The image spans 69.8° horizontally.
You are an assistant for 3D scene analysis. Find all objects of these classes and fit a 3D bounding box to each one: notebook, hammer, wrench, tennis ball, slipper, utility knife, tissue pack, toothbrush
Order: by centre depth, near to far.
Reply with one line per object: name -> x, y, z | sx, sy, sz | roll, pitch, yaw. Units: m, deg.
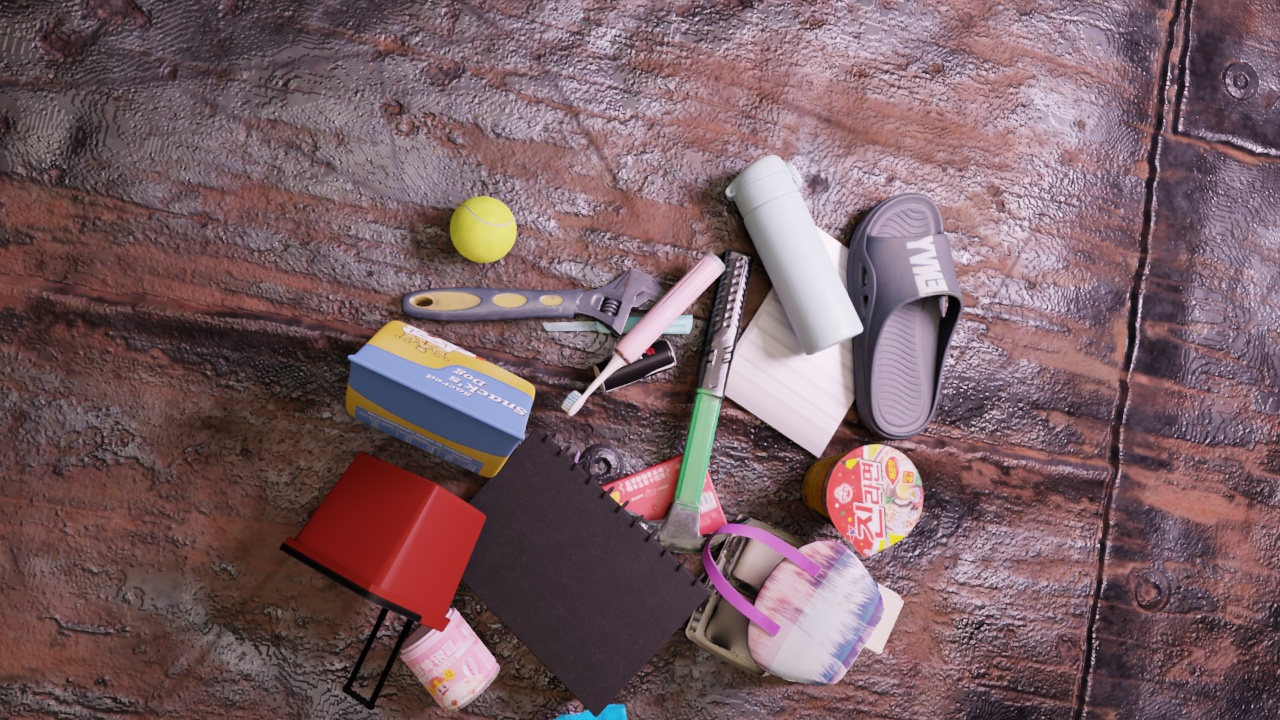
notebook -> -0.068, 0.198, 0.888 | 0.231, 0.019, 0.169 | 42, 91, 11
tissue pack -> -0.052, 0.417, 0.905 | 0.093, 0.062, 0.144 | -6, 88, -10
tennis ball -> -0.155, -0.129, 0.908 | 0.065, 0.065, 0.065 | 0, 87, -10
toothbrush -> 0.002, -0.026, 0.923 | 0.026, 0.027, 0.222 | 40, 77, 21
wrench -> -0.102, -0.059, 0.932 | 0.273, 0.022, 0.073 | 0, 72, -8
hammer -> 0.071, 0.039, 0.944 | 0.130, 0.032, 0.318 | 13, 79, -5
utility knife -> -0.022, -0.038, 0.954 | 0.158, 0.015, 0.022 | -1, 65, -10
slipper -> 0.280, -0.048, 0.967 | 0.110, 0.083, 0.268 | 2, 89, -9
notebook -> 0.189, -0.022, 0.994 | 0.142, 0.009, 0.209 | 34, 82, -8

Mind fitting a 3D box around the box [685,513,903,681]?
box -> 0.155, 0.259, 0.948 | 0.186, 0.101, 0.145 | 27, 84, 12

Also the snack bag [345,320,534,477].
snack bag -> -0.179, 0.035, 0.825 | 0.159, 0.205, 0.102 | 26, 83, -8

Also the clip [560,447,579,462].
clip -> -0.076, 0.115, 0.939 | 0.036, 0.013, 0.052 | 10, 88, -9

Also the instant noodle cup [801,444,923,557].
instant noodle cup -> 0.217, 0.133, 0.940 | 0.100, 0.112, 0.100 | 0, 88, -10

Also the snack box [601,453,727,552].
snack box -> 0.015, 0.156, 0.948 | 0.133, 0.021, 0.089 | -20, 91, -10

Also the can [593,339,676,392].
can -> -0.006, 0.006, 0.946 | 0.080, 0.031, 0.031 | -20, 91, -10

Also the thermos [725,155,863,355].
thermos -> 0.159, -0.111, 0.953 | 0.078, 0.065, 0.207 | -24, 84, 10

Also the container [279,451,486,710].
container -> -0.244, 0.201, 0.831 | 0.148, 0.127, 0.200 | 16, 70, 34

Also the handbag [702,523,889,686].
handbag -> 0.136, 0.219, 0.875 | 0.170, 0.068, 0.144 | 35, 86, 11

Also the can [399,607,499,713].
can -> -0.184, 0.288, 0.884 | 0.067, 0.067, 0.076 | -38, 95, -10
